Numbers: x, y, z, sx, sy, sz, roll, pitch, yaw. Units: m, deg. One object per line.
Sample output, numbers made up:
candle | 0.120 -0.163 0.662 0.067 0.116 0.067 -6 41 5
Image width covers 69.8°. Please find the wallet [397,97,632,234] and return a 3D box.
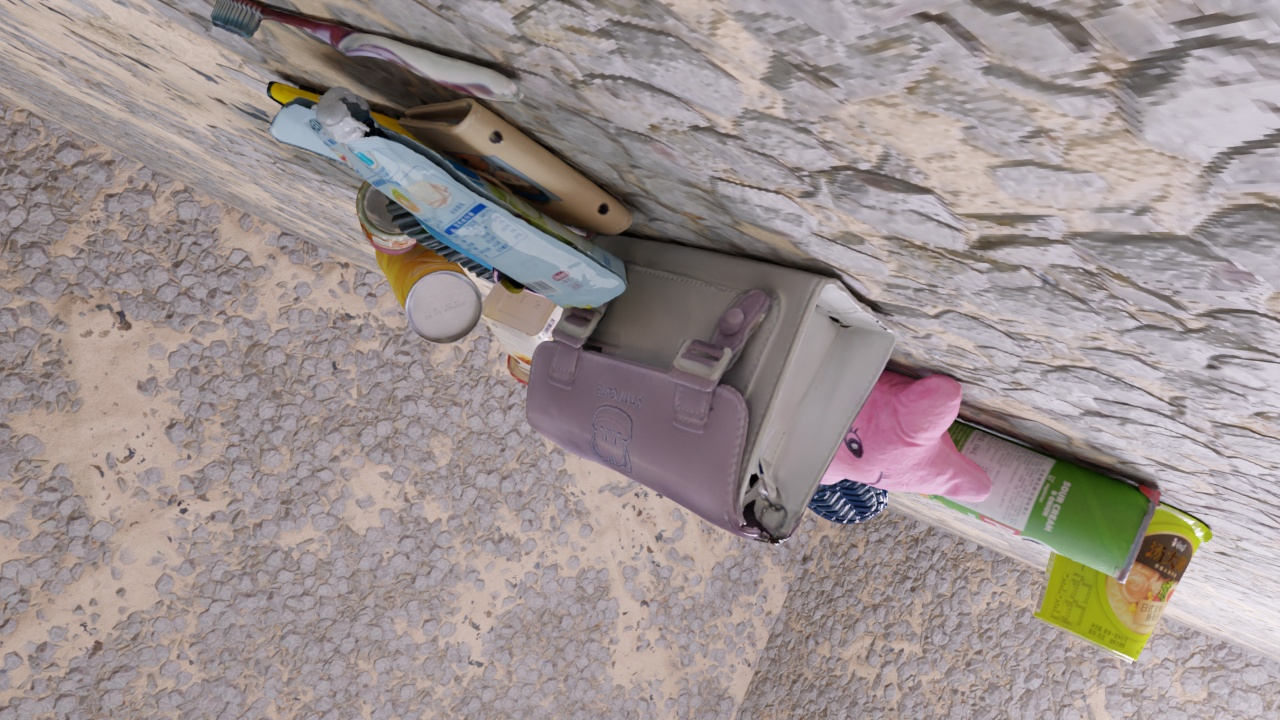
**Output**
wallet | -0.070 -0.105 0.501 0.115 0.024 0.087 27 170 -41

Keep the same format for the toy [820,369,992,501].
toy | 0.144 0.038 0.664 0.195 0.074 0.178 3 140 43

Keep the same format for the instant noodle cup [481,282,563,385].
instant noodle cup | -0.082 -0.036 0.880 0.117 0.116 0.124 22 163 30

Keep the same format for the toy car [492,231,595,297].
toy car | -0.048 -0.064 0.634 0.122 0.056 0.037 16 -137 -43

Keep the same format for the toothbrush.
toothbrush | -0.130 -0.140 0.414 0.188 0.017 0.016 23 177 23

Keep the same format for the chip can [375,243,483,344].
chip can | -0.211 -0.082 0.895 0.072 0.072 0.213 26 -172 -28

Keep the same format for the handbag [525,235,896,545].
handbag | 0.026 0.009 0.547 0.098 0.145 0.197 24 176 -41

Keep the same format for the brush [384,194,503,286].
brush | -0.103 -0.093 0.631 0.074 0.055 0.143 -5 160 32

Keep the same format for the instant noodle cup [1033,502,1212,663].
instant noodle cup | 0.384 0.174 0.749 0.111 0.123 0.112 24 176 2

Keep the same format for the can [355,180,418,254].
can | -0.211 -0.124 0.785 0.058 0.058 0.147 25 176 -15

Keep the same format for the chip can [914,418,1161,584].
chip can | 0.264 0.088 0.710 0.236 0.072 0.072 22 176 29

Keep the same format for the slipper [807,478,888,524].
slipper | 0.153 0.062 0.898 0.253 0.105 0.095 40 -147 -20

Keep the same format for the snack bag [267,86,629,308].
snack bag | -0.101 -0.086 0.497 0.191 0.039 0.110 30 177 -29

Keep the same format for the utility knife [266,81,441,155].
utility knife | -0.168 -0.147 0.558 0.156 0.015 0.033 21 -179 21
